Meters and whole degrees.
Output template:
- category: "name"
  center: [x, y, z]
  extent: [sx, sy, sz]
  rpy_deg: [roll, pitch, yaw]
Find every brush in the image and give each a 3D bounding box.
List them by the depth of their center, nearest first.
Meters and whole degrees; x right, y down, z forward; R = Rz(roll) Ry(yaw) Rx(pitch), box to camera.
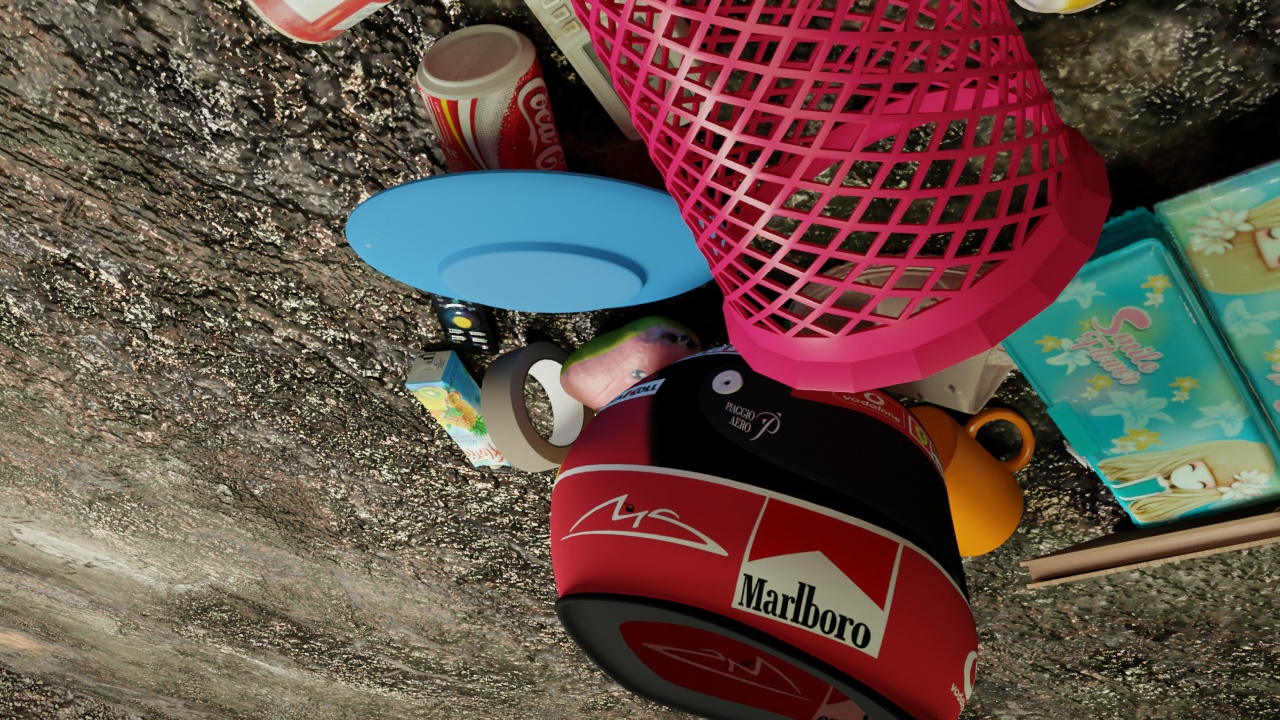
- category: "brush"
  center: [0.025, -0.084, 0.566]
  extent: [0.048, 0.017, 0.126]
  rpy_deg: [-10, 138, 27]

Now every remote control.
- category: "remote control"
  center: [-0.014, -0.171, 0.458]
  extent: [0.060, 0.025, 0.138]
  rpy_deg: [-15, 135, 31]
- category: "remote control"
  center: [-0.129, -0.052, 0.651]
  extent: [0.041, 0.020, 0.152]
  rpy_deg: [6, 143, 7]

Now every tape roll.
- category: "tape roll"
  center: [-0.075, 0.035, 0.686]
  extent: [0.030, 0.093, 0.093]
  rpy_deg: [-17, 134, 33]

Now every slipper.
- category: "slipper"
  center: [0.209, -0.012, 0.570]
  extent: [0.239, 0.064, 0.094]
  rpy_deg: [2, 142, 11]

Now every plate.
- category: "plate"
  center: [-0.057, -0.055, 0.541]
  extent: [0.224, 0.024, 0.224]
  rpy_deg: [1, 167, 0]

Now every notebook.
- category: "notebook"
  center: [0.385, 0.121, 0.640]
  extent: [0.170, 0.022, 0.210]
  rpy_deg: [-25, 161, 39]

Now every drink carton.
- category: "drink carton"
  center: [-0.144, 0.043, 0.762]
  extent: [0.044, 0.038, 0.129]
  rpy_deg: [-5, 140, 21]

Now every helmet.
- category: "helmet"
  center: [0.077, 0.098, 0.564]
  extent: [0.271, 0.224, 0.198]
  rpy_deg: [5, 141, 32]

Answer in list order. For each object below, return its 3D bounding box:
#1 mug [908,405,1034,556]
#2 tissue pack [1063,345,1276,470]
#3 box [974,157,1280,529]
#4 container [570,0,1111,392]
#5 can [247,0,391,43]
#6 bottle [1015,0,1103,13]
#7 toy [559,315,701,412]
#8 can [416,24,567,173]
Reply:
- category: "mug"
  center: [0.238, 0.079, 0.680]
  extent: [0.113, 0.077, 0.096]
  rpy_deg: [-43, 121, 16]
- category: "tissue pack"
  center: [0.360, 0.039, 0.593]
  extent: [0.093, 0.061, 0.145]
  rpy_deg: [21, 141, -10]
- category: "box"
  center: [0.316, 0.001, 0.493]
  extent: [0.182, 0.039, 0.227]
  rpy_deg: [-24, 125, 36]
- category: "container"
  center: [0.064, -0.128, 0.372]
  extent: [0.184, 0.182, 0.226]
  rpy_deg: [-15, 132, 31]
- category: "can"
  center: [-0.110, -0.204, 0.409]
  extent: [0.171, 0.067, 0.067]
  rpy_deg: [-15, 135, 31]
- category: "bottle"
  center: [0.155, -0.190, 0.356]
  extent: [0.063, 0.063, 0.109]
  rpy_deg: [-25, 130, 39]
- category: "toy"
  center: [-0.004, 0.004, 0.660]
  extent: [0.090, 0.051, 0.110]
  rpy_deg: [21, 139, -23]
- category: "can"
  center: [-0.078, -0.124, 0.506]
  extent: [0.064, 0.064, 0.105]
  rpy_deg: [3, 142, 13]
